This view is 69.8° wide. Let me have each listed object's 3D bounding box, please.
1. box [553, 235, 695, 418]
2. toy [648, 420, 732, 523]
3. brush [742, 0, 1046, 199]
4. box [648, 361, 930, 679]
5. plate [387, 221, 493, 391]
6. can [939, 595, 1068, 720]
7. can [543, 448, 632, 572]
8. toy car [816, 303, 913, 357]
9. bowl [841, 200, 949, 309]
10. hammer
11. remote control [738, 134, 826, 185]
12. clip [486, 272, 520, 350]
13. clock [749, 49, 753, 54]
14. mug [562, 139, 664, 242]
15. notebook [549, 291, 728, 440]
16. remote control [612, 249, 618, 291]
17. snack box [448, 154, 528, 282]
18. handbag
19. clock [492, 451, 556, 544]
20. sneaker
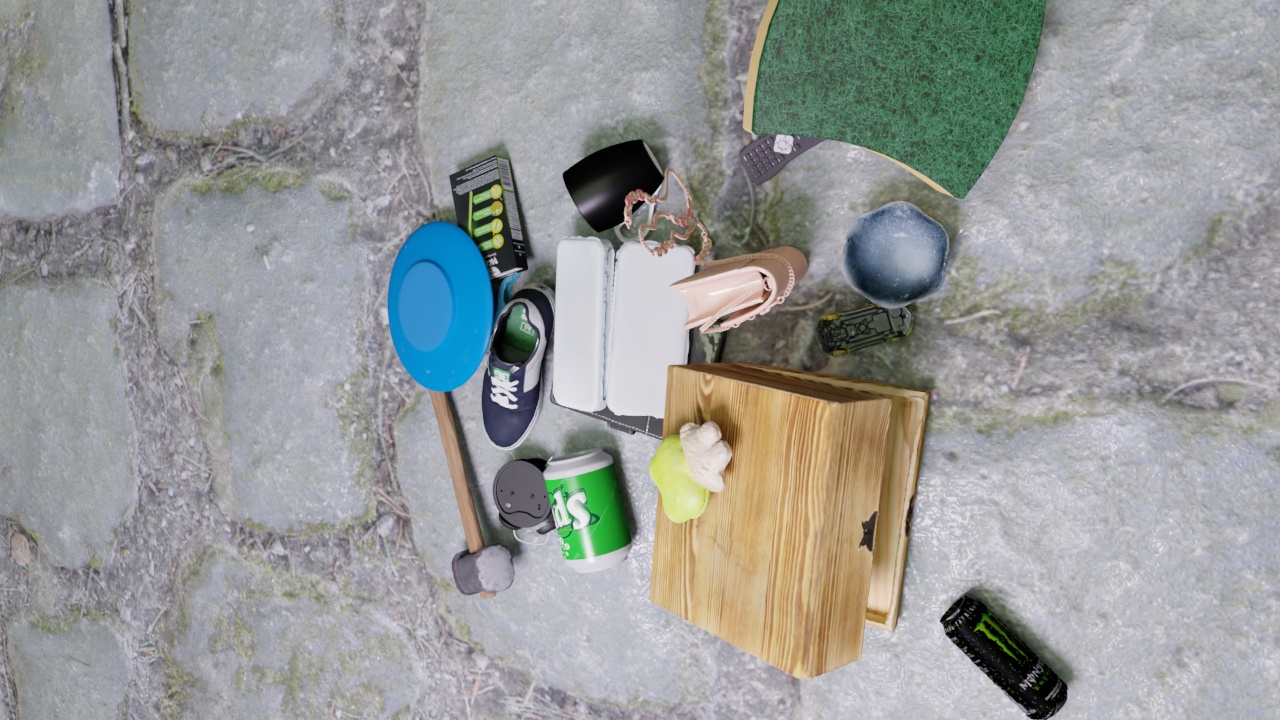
[{"bbox_3d":[-0.030,-0.040,1.077,0.186,0.084,0.211,9,100,24],"label":"box"},{"bbox_3d":[0.052,0.109,0.934,0.115,0.046,0.092,-50,51,38],"label":"toy"},{"bbox_3d":[0.238,-0.285,0.885,0.250,0.075,0.195,16,107,-7],"label":"brush"},{"bbox_3d":[0.158,0.150,1.010,0.259,0.220,0.279,13,103,46],"label":"box"},{"bbox_3d":[-0.274,-0.070,1.203,0.225,0.024,0.224,3,95,41],"label":"plate"},{"bbox_3d":[0.383,0.313,0.968,0.137,0.053,0.054,45,112,13],"label":"can"},{"bbox_3d":[-0.065,0.185,1.140,0.088,0.087,0.140,-13,91,26],"label":"can"},{"bbox_3d":[0.244,-0.036,0.999,0.107,0.030,0.049,-14,89,27],"label":"toy car"},{"bbox_3d":[0.271,-0.111,0.963,0.110,0.055,0.110,4,99,25],"label":"bowl"},{"bbox_3d":[-0.243,0.157,1.233,0.098,0.052,0.328,-24,79,54],"label":"hammer"},{"bbox_3d":[0.168,-0.246,1.018,0.125,0.009,0.046,-32,83,25],"label":"remote control"},{"bbox_3d":[-0.169,-0.067,1.190,0.121,0.033,0.119,-3,99,24],"label":"clip"},{"bbox_3d":[0.207,-0.320,0.956,0.157,0.073,0.121,33,106,-3],"label":"clock"},{"bbox_3d":[-0.018,-0.197,1.080,0.100,0.084,0.119,-29,114,13],"label":"mug"},{"bbox_3d":[-0.006,0.007,1.123,0.209,0.029,0.169,18,102,25],"label":"notebook"},{"bbox_3d":[-0.033,-0.109,1.116,0.136,0.011,0.050,-4,78,20],"label":"remote control"},{"bbox_3d":[-0.195,-0.177,1.172,0.080,0.025,0.147,-15,82,30],"label":"snack box"},{"bbox_3d":[0.087,-0.131,0.967,0.117,0.198,0.187,-18,97,26],"label":"handbag"},{"bbox_3d":[-0.145,0.182,1.201,0.091,0.042,0.121,3,98,24],"label":"clock"},{"bbox_3d":[-0.165,0.020,1.154,0.084,0.078,0.236,22,117,10],"label":"sneaker"}]
